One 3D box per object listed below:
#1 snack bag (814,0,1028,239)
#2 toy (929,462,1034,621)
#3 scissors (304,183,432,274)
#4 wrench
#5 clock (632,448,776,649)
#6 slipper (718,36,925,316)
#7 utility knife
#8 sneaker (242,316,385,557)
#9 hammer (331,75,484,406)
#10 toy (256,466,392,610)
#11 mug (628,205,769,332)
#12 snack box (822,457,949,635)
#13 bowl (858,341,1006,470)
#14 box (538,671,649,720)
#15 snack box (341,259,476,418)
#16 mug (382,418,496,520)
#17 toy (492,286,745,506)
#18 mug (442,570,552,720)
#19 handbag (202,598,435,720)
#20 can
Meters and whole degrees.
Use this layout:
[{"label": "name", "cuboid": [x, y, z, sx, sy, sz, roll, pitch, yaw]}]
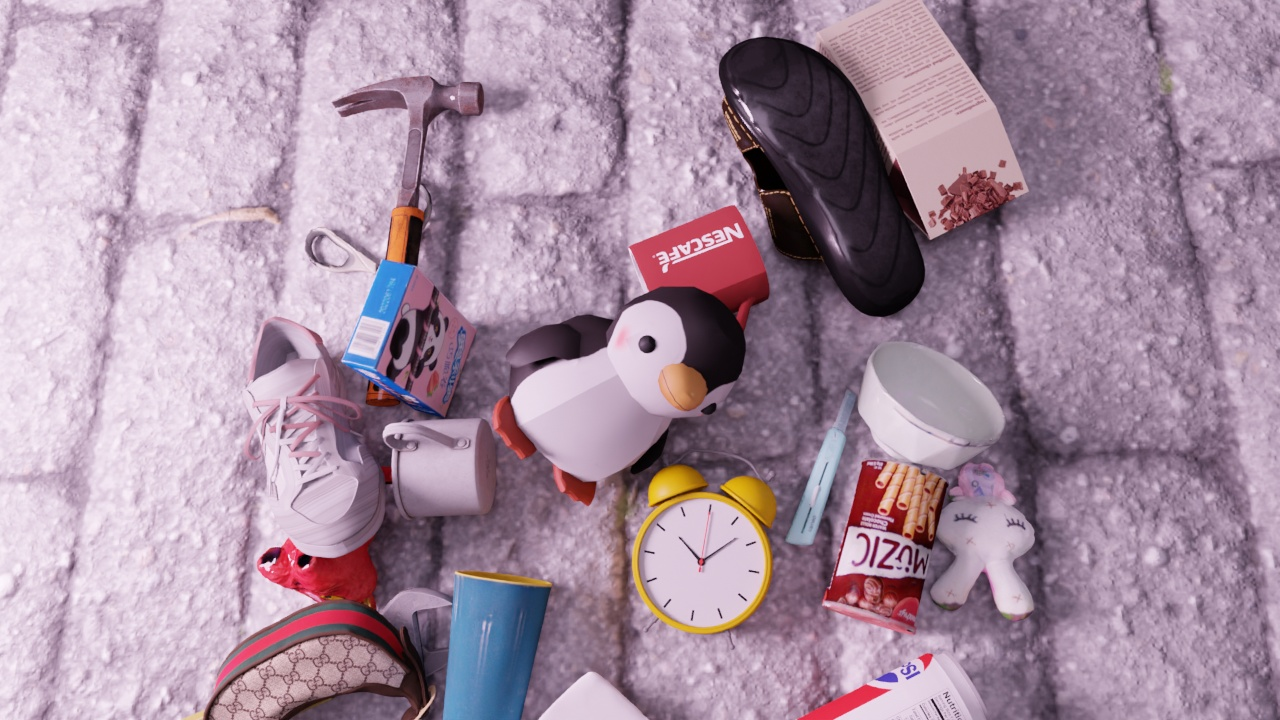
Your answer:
[{"label": "snack bag", "cuboid": [0.245, -0.212, 0.811, 0.094, 0.070, 0.206, -26, 73, -2]}, {"label": "toy", "cuboid": [0.270, 0.141, 0.726, 0.079, 0.038, 0.122, 1, 72, 13]}, {"label": "scissors", "cuboid": [-0.237, -0.097, 0.859, 0.171, 0.012, 0.157, 22, 79, 10]}, {"label": "wrench", "cuboid": [-0.272, 0.264, 0.749, 0.273, 0.018, 0.083, -22, 95, 0]}, {"label": "clock", "cuboid": [0.052, 0.148, 0.740, 0.113, 0.052, 0.151, 9, 79, 8]}, {"label": "slipper", "cuboid": [0.154, -0.158, 0.800, 0.113, 0.076, 0.268, -31, 92, -8]}, {"label": "utility knife", "cuboid": [0.154, 0.089, 0.766, 0.022, 0.015, 0.141, 20, 74, 12]}, {"label": "sneaker", "cuboid": [-0.273, 0.050, 0.736, 0.099, 0.089, 0.236, -28, 48, -8]}, {"label": "hammer", "cuboid": [-0.228, -0.114, 0.837, 0.138, 0.035, 0.314, 3, 76, 2]}, {"label": "toy", "cuboid": [-0.245, 0.150, 0.776, 0.088, 0.094, 0.132, 1, 45, 37]}, {"label": "mug", "cuboid": [0.056, -0.061, 0.781, 0.096, 0.080, 0.116, -22, 72, -1]}, {"label": "snack box", "cuboid": [0.192, 0.144, 0.715, 0.072, 0.072, 0.121, 16, 76, 10]}, {"label": "bowl", "cuboid": [0.223, 0.044, 0.734, 0.117, 0.061, 0.117, 16, 35, -12]}, {"label": "box", "cuboid": [-0.059, 0.341, 0.693, 0.107, 0.132, 0.151, 38, 50, 16]}, {"label": "snack box", "cuboid": [-0.184, -0.013, 0.756, 0.033, 0.154, 0.088, 14, 75, 12]}, {"label": "mug", "cuboid": [-0.162, 0.081, 0.749, 0.070, 0.113, 0.084, -2, 58, 3]}, {"label": "toy", "cuboid": [-0.004, 0.004, 0.722, 0.184, 0.159, 0.139, -29, 35, 25]}, {"label": "mug", "cuboid": [-0.117, 0.232, 0.724, 0.078, 0.078, 0.121, 6, 80, 8]}, {"label": "handbag", "cuboid": [-0.246, 0.266, 0.717, 0.166, 0.063, 0.138, -28, 111, -3]}, {"label": "can", "cuboid": [0.184, 0.274, 0.680, 0.132, 0.070, 0.070, -26, 73, -2]}]
